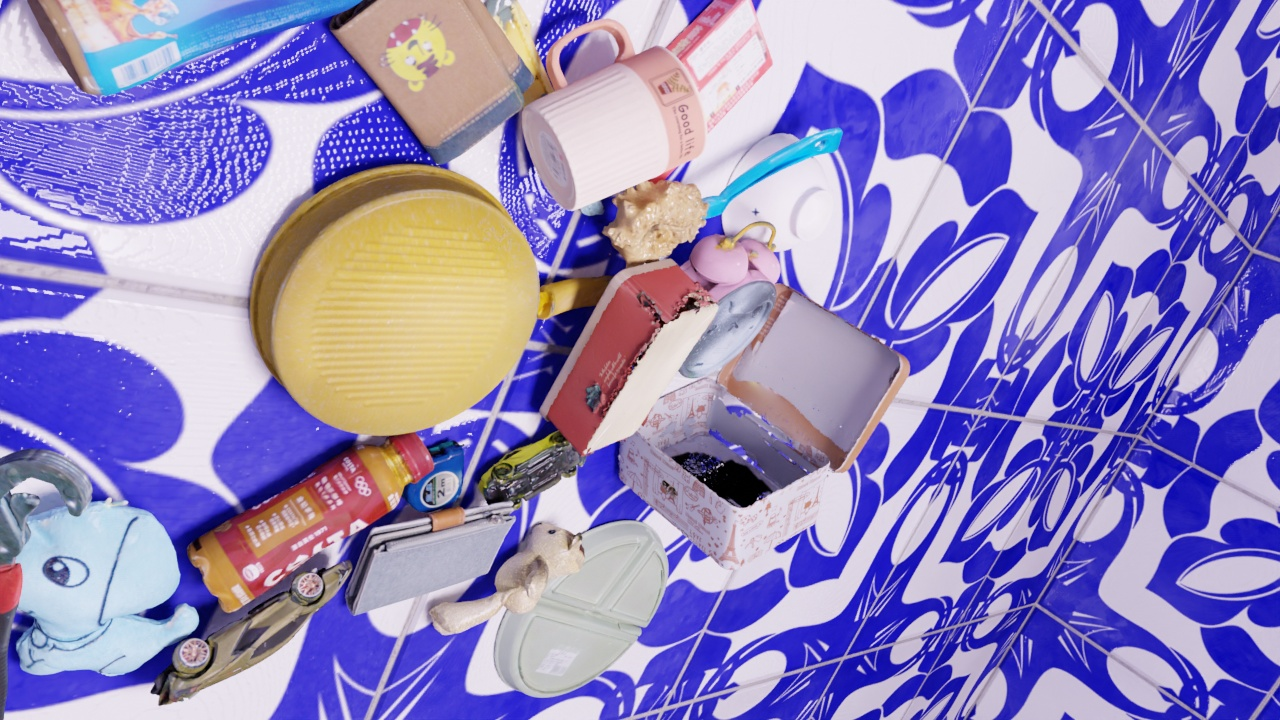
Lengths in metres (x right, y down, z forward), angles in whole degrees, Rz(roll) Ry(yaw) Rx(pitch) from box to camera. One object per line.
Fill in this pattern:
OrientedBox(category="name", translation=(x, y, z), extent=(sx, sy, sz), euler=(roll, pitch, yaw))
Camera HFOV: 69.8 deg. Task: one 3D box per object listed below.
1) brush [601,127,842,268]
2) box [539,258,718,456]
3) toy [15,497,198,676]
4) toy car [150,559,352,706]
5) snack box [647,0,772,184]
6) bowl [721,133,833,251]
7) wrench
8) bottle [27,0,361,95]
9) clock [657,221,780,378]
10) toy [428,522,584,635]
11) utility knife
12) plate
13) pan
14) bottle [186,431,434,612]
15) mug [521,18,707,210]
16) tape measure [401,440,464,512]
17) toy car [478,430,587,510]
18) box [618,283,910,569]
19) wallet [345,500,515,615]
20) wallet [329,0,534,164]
OrientedBox(category="brush", translation=(0.074, -0.146, 0.776), extent=(0.254, 0.046, 0.083), euler=(-29, 151, -24))
OrientedBox(category="box", translation=(-0.005, 0.005, 0.771), extent=(0.091, 0.076, 0.169), euler=(-20, 149, -50))
OrientedBox(category="toy", translation=(-0.350, 0.146, 0.588), extent=(0.161, 0.050, 0.156), euler=(27, 106, -46))
OrientedBox(category="toy car", translation=(-0.282, 0.199, 0.679), extent=(0.157, 0.042, 0.070), euler=(-32, 176, -28))
OrientedBox(category="snack box", translation=(0.041, -0.218, 0.738), extent=(0.152, 0.025, 0.075), euler=(-48, 142, -8))
OrientedBox(category="bowl", translation=(0.140, -0.146, 0.861), extent=(0.118, 0.065, 0.118), euler=(-26, 134, -30))
OrientedBox(category="wrench", translation=(-0.377, 0.150, 0.537), extent=(0.056, 0.016, 0.274), euler=(26, 118, -14))
OrientedBox(category="bottle", translation=(-0.195, -0.206, 0.477), extent=(0.218, 0.065, 0.065), euler=(-33, 137, -25))
OrientedBox(category="clock", translation=(0.072, -0.059, 0.834), extent=(0.117, 0.060, 0.159), euler=(-3, 135, -52))
OrientedBox(category="toy", translation=(-0.123, 0.209, 0.864), extent=(0.157, 0.066, 0.105), euler=(-29, 167, -23))
OrientedBox(category="utility knife", translation=(-0.067, -0.179, 0.670), extent=(0.031, 0.021, 0.205), euler=(-35, 143, -9))
OrientedBox(category="plate", translation=(-0.055, 0.276, 1.002), extent=(0.229, 0.027, 0.231), euler=(-25, 132, -31))
OrientedBox(category="pan", translation=(-0.110, -0.045, 0.698), extent=(0.356, 0.078, 0.198), euler=(0, 121, -38))
OrientedBox(category="bottle", translation=(-0.235, 0.110, 0.672), extent=(0.174, 0.057, 0.057), euler=(-33, 137, -25))
OrientedBox(category="mug", translation=(-0.025, -0.175, 0.641), extent=(0.105, 0.082, 0.114), euler=(-28, 108, -17))
OrientedBox(category="tape measure", translation=(-0.171, 0.096, 0.753), extent=(0.054, 0.025, 0.058), euler=(-16, 126, -36))
OrientedBox(category="toy car", translation=(-0.096, 0.095, 0.821), extent=(0.105, 0.032, 0.048), euler=(-28, 135, -21))
OrientedBox(category="box", translation=(0.118, 0.064, 0.901), extent=(0.270, 0.179, 0.134), euler=(-43, 140, -11))
OrientedBox(category="wallet", translation=(-0.178, 0.161, 0.778), extent=(0.129, 0.037, 0.107), euler=(-8, 140, -40))
OrientedBox(category="wallet", translation=(-0.127, -0.193, 0.581), extent=(0.090, 0.033, 0.115), euler=(-42, 137, -5))
